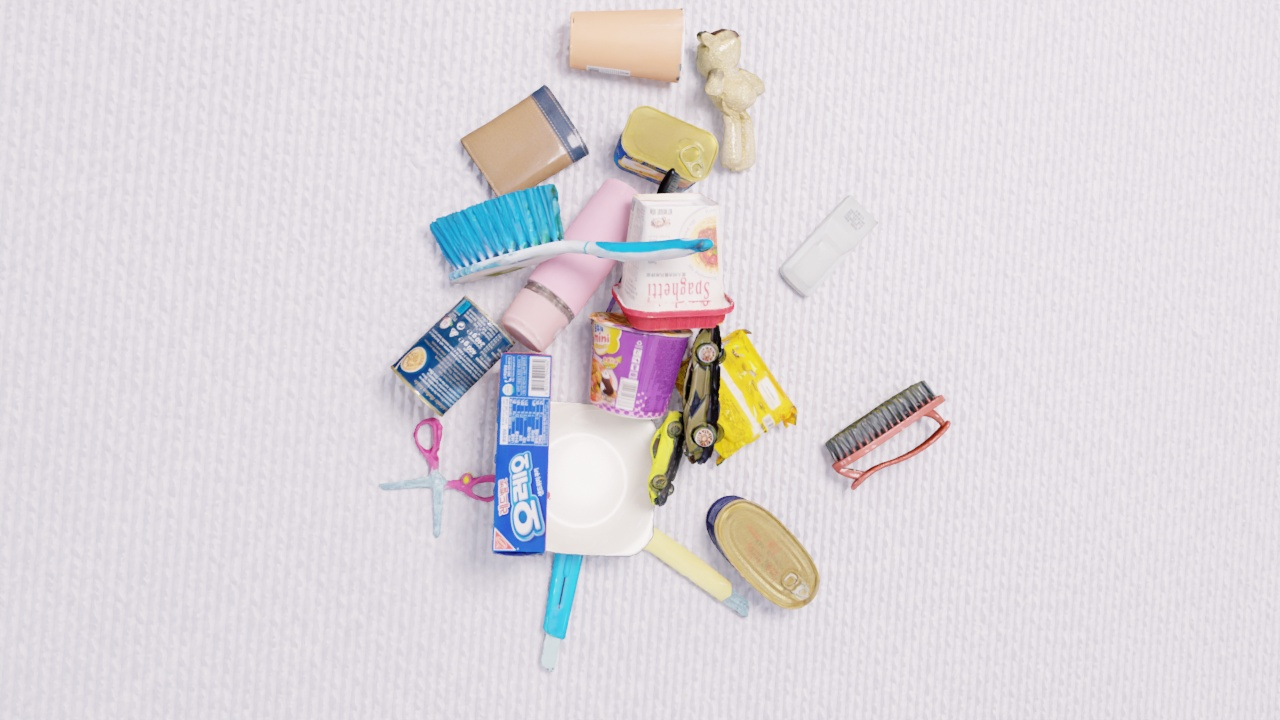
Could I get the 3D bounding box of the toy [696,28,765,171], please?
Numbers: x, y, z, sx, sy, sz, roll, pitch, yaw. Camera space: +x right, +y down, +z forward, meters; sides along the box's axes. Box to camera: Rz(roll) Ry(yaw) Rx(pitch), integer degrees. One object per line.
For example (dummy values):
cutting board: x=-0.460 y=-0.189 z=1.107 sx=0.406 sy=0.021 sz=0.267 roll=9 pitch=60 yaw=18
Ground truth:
toy: x=0.098 y=-0.291 z=1.030 sx=0.105 sy=0.066 sz=0.157 roll=-15 pitch=98 yaw=-42

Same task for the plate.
plate: x=-0.064 y=0.129 z=1.001 sx=0.163 sy=0.034 sz=0.164 roll=7 pitch=77 yaw=-11

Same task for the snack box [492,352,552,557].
snack box: x=-0.122 y=0.098 z=0.945 sx=0.057 sy=0.058 sz=0.207 roll=2 pitch=77 yaw=-9

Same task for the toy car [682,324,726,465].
toy car: x=0.068 y=0.032 z=0.977 sx=0.042 sy=0.070 sz=0.158 roll=4 pitch=87 yaw=13

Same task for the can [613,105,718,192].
can: x=0.024 y=-0.227 z=1.001 sx=0.102 sy=0.083 sz=0.057 roll=21 pitch=87 yaw=-10

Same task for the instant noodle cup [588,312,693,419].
instant noodle cup: x=-0.006 y=0.006 z=0.988 sx=0.111 sy=0.111 sz=0.099 roll=7 pitch=102 yaw=-10

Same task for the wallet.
wallet: x=-0.126 y=-0.234 z=1.002 sx=0.115 sy=0.033 sz=0.090 roll=-34 pitch=93 yaw=-7

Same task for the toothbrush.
toothbrush: x=-0.001 y=-0.121 z=0.992 sx=0.016 sy=0.014 sz=0.189 roll=13 pitch=117 yaw=-27

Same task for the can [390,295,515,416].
can: x=-0.196 y=-0.006 z=0.967 sx=0.111 sy=0.075 sz=0.075 roll=-45 pitch=97 yaw=-7

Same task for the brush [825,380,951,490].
brush: x=0.284 y=0.088 z=1.057 sx=0.145 sy=0.063 sz=0.069 roll=-32 pitch=82 yaw=-7

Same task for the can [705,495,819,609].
can: x=0.137 y=0.216 z=1.038 sx=0.074 sy=0.049 sz=0.148 roll=-45 pitch=97 yaw=-7

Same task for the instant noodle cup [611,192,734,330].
instant noodle cup: x=0.033 y=-0.104 z=0.941 sx=0.116 sy=0.116 sz=0.124 roll=-4 pitch=111 yaw=-11

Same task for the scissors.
scissors: x=-0.216 y=0.127 z=0.996 sx=0.133 sy=0.017 sz=0.134 roll=-4 pitch=94 yaw=-6

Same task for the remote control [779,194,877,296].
remote control: x=0.218 y=-0.132 z=1.065 sx=0.049 sy=0.024 sz=0.125 roll=44 pitch=83 yaw=-8

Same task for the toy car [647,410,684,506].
toy car: x=0.026 y=0.105 z=0.987 sx=0.032 sy=0.048 sz=0.105 roll=11 pitch=75 yaw=16

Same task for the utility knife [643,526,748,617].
utility knife: x=0.054 y=0.234 z=1.040 sx=0.183 sy=0.019 sz=0.031 roll=36 pitch=88 yaw=-2

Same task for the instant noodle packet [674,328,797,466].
instant noodle packet: x=0.104 y=0.040 z=1.035 sx=0.111 sy=0.044 sz=0.128 roll=-30 pitch=91 yaw=-2

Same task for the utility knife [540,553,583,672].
utility knife: x=-0.086 y=0.254 z=1.016 sx=0.034 sy=0.018 sz=0.182 roll=11 pitch=88 yaw=-12

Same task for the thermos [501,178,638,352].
thermos: x=-0.069 y=-0.098 z=0.991 sx=0.067 sy=0.087 sz=0.198 roll=34 pitch=78 yaw=6

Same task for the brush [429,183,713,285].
brush: x=-0.077 y=-0.126 z=0.911 sx=0.315 sy=0.060 sz=0.109 roll=-12 pitch=88 yaw=30

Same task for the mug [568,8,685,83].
mug: x=-0.016 y=-0.346 z=1.002 sx=0.122 sy=0.078 sz=0.078 roll=1 pitch=90 yaw=-4
